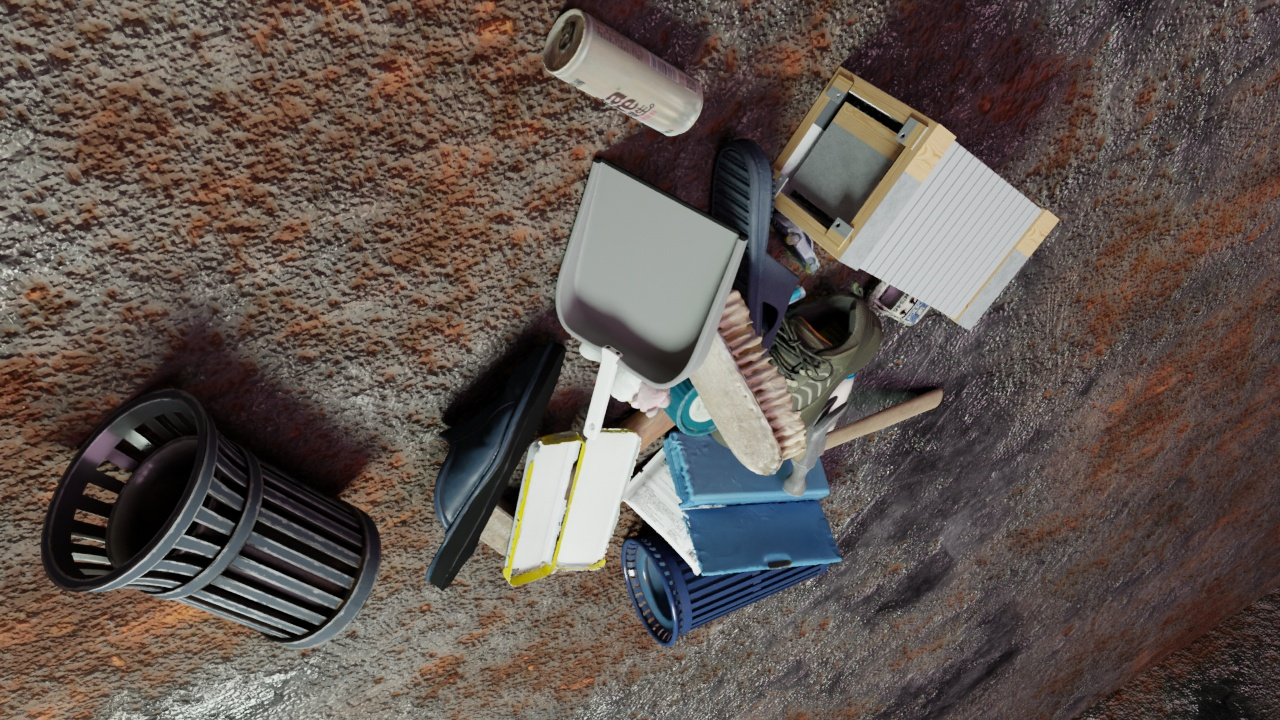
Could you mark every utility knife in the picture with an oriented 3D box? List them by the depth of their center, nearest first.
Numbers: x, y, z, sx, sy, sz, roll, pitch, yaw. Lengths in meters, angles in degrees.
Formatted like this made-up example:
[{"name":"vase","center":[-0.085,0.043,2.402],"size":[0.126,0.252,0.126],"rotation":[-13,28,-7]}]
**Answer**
[{"name":"utility knife","center":[0.133,-0.054,1.023],"size":[0.116,0.015,0.022],"rotation":[-27,163,-9]}]

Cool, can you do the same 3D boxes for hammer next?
[{"name":"hammer","center":[-0.042,0.119,1.037],"size":[0.301,0.037,0.158],"rotation":[-38,136,1]},{"name":"hammer","center":[0.304,0.081,1.181],"size":[0.330,0.031,0.119],"rotation":[-12,126,-42]}]

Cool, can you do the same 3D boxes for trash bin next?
[{"name":"trash bin","center":[-0.346,0.150,0.786],"size":[0.164,0.164,0.227],"rotation":[-39,140,1]},{"name":"trash bin","center":[0.272,-0.158,0.932],"size":[0.246,0.142,0.143],"rotation":[18,114,-41]},{"name":"trash bin","center":[0.117,0.254,1.182],"size":[0.249,0.139,0.139],"rotation":[-16,132,-23]}]

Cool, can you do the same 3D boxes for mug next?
[{"name":"mug","center":[0.033,0.021,0.955],"size":[0.113,0.107,0.083],"rotation":[-14,133,-23]}]

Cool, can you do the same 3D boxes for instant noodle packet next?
[{"name":"instant noodle packet","center":[0.050,0.176,1.087],"size":[0.087,0.134,0.026],"rotation":[-45,-177,-13]}]

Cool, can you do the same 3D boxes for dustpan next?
[{"name":"dustpan","center":[-0.012,-0.033,0.843],"size":[0.033,0.163,0.258],"rotation":[-29,144,-47]}]

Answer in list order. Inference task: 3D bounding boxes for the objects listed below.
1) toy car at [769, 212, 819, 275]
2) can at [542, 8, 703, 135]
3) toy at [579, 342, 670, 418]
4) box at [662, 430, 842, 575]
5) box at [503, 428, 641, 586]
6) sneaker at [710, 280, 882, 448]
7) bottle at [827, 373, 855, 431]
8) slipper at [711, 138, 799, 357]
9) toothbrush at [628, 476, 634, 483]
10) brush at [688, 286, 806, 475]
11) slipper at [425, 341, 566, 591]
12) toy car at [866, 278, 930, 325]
[{"name":"toy car","center":[0.165,-0.124,0.967],"size":[0.027,0.038,0.090],"rotation":[-44,136,1]},{"name":"can","center":[-0.011,-0.233,0.753],"size":[0.135,0.054,0.054],"rotation":[16,115,-41]},{"name":"toy","center":[-0.005,0.005,0.905],"size":[0.076,0.125,0.037],"rotation":[-45,147,11]},{"name":"box","center":[0.142,0.167,1.105],"size":[0.231,0.174,0.034],"rotation":[2,154,-36]},{"name":"box","center":[-0.077,0.161,1.002],"size":[0.129,0.034,0.210],"rotation":[-3,126,-27]},{"name":"sneaker","center":[0.171,0.002,1.015],"size":[0.238,0.101,0.143],"rotation":[-40,151,-4]},{"name":"bottle","center":[0.234,0.030,1.131],"size":[0.051,0.051,0.146],"rotation":[-6,128,-29]},{"name":"slipper","center":[0.119,-0.096,0.919],"size":[0.082,0.101,0.264],"rotation":[-15,129,-21]},{"name":"toothbrush","center":[0.054,0.134,1.127],"size":[0.166,0.016,0.016],"rotation":[-13,131,-24]},{"name":"brush","center":[0.068,-0.020,0.857],"size":[0.056,0.271,0.083],"rotation":[-29,-178,-29]},{"name":"slipper","center":[-0.161,0.089,0.895],"size":[0.265,0.083,0.109],"rotation":[-62,177,2]},{"name":"toy car","center":[0.317,-0.071,1.108],"size":[0.112,0.040,0.048],"rotation":[17,115,-41]}]
